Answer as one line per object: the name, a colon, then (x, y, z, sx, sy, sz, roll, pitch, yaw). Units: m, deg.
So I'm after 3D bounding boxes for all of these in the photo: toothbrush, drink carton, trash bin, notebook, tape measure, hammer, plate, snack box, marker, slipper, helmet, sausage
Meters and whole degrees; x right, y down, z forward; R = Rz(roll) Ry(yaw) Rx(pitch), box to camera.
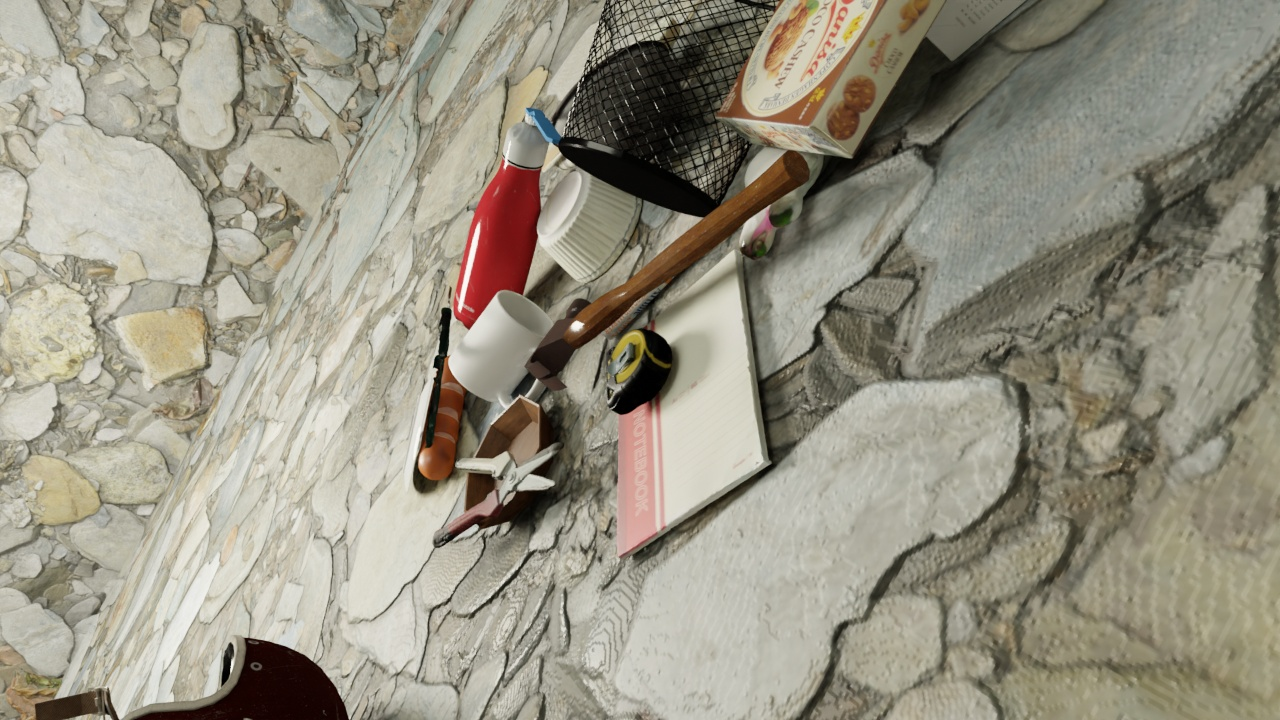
toothbrush: (-0.091, -0.216, 0.851, 0.166, 0.016, 0.014, -118, 37, -62)
drink carton: (0.231, -0.260, 0.599, 0.123, 0.040, 0.058, -38, 36, 35)
trash bin: (0.037, -0.245, 0.765, 0.184, 0.184, 0.210, 25, 92, 61)
notebook: (0.031, 0.029, 0.694, 0.153, 0.012, 0.208, -40, 35, 34)
tape measure: (-0.004, 0.004, 0.724, 0.061, 0.034, 0.061, -41, 34, 31)
hammer: (0.008, -0.065, 0.724, 0.324, 0.033, 0.115, -33, 20, 45)
plate: (-0.259, 0.085, 1.054, 0.134, 0.011, 0.134, -169, 91, -77)
snack box: (0.131, -0.218, 0.637, 0.143, 0.041, 0.147, -60, 27, 5)
marker: (0.015, -0.070, 0.799, 0.146, 0.017, 0.017, -44, 33, 28)
plate: (-0.121, 0.097, 0.861, 0.132, 0.025, 0.131, -38, 36, 35)
slipper: (-0.038, -0.291, 1.038, 0.273, 0.054, 0.114, -29, 38, 51)
helmet: (-0.392, 0.367, 0.823, 0.234, 0.253, 0.233, -51, 52, 49)
sausage: (-0.221, 0.064, 1.036, 0.045, 0.039, 0.164, -48, 30, 43)

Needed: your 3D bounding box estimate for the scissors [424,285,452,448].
scissors: (-0.211, -0.024, 0.980, 0.180, 0.015, 0.205, 113, 160, -53)

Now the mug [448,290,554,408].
mug: (-0.132, -0.002, 0.931, 0.091, 0.073, 0.110, -50, 56, 19)

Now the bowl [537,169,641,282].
bowl: (-0.058, -0.144, 0.934, 0.116, 0.062, 0.115, -38, 37, 35)

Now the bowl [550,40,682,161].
bowl: (-0.012, -0.235, 0.899, 0.145, 0.067, 0.145, -36, -9, -7)

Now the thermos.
thermos: (-0.144, -0.139, 0.976, 0.073, 0.073, 0.240, -103, 27, -50)

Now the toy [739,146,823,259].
toy: (0.108, -0.138, 0.693, 0.079, 0.038, 0.122, -24, 47, 61)

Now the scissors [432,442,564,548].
scissors: (-0.134, 0.114, 0.823, 0.187, 0.015, 0.179, -55, 30, 9)
